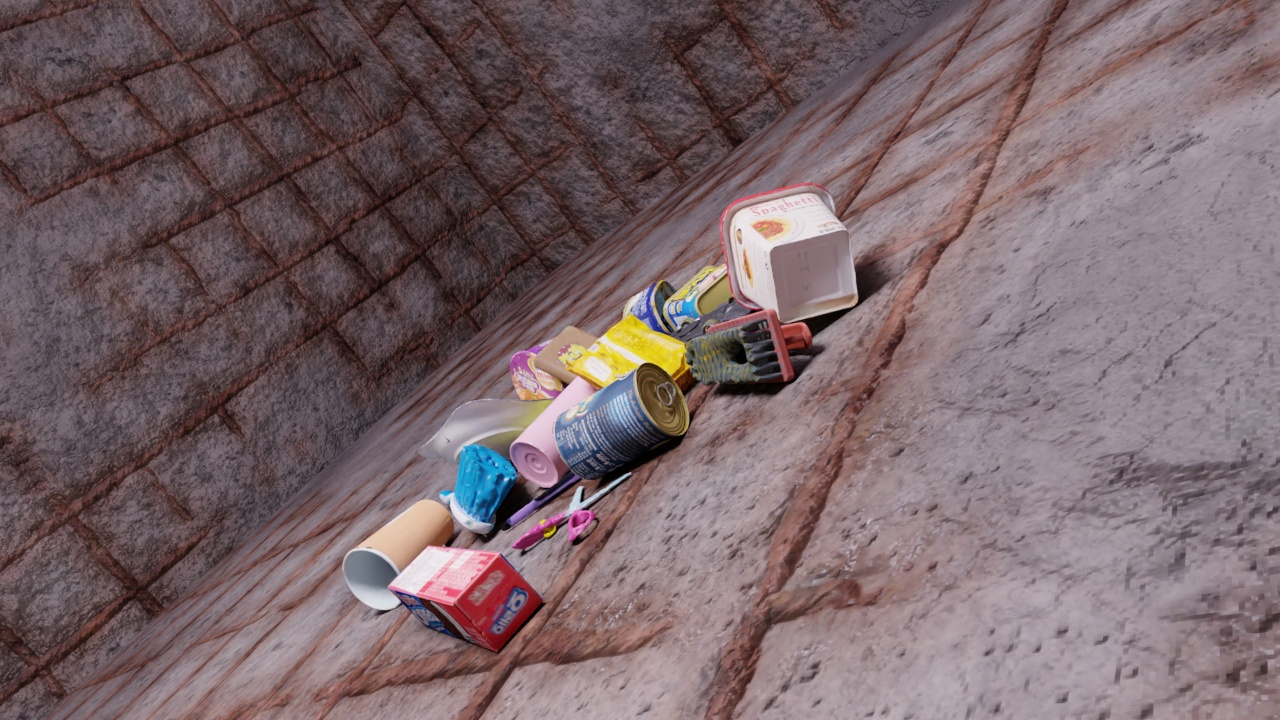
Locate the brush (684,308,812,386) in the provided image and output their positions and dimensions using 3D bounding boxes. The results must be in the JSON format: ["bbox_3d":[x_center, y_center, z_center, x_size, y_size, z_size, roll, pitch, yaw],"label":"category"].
[{"bbox_3d":[0.096,-0.009,0.839,0.069,0.063,0.146,-17,2,-21],"label":"brush"}]

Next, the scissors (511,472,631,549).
[{"bbox_3d":[-0.064,0.141,0.843,0.133,0.017,0.134,-33,8,3],"label":"scissors"}]

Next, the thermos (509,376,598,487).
[{"bbox_3d":[-0.058,0.052,1.031,0.198,0.067,0.087,-46,2,-38],"label":"thermos"}]

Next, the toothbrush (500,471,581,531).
[{"bbox_3d":[-0.069,0.120,0.941,0.189,0.014,0.016,-36,4,8],"label":"toothbrush"}]

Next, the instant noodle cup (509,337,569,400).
[{"bbox_3d":[-0.105,0.015,1.242,0.099,0.111,0.112,-37,9,-37],"label":"instant noodle cup"}]

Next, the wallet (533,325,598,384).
[{"bbox_3d":[-0.064,0.002,1.158,0.090,0.115,0.033,-47,-28,-38],"label":"wallet"}]

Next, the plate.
[{"bbox_3d":[-0.183,0.098,1.165,0.163,0.034,0.165,1,-31,-40],"label":"plate"}]

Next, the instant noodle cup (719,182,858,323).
[{"bbox_3d":[0.146,-0.097,0.871,0.116,0.117,0.124,-15,23,-3],"label":"instant noodle cup"}]

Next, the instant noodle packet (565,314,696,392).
[{"bbox_3d":[-0.006,0.006,0.987,0.110,0.044,0.128,-38,46,-24],"label":"instant noodle packet"}]

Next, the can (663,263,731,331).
[{"bbox_3d":[0.090,-0.076,1.117,0.102,0.057,0.083,-42,14,-20],"label":"can"}]

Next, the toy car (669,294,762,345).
[{"bbox_3d":[0.071,-0.030,1.026,0.159,0.042,0.070,-23,18,51],"label":"toy car"}]

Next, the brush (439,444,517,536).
[{"bbox_3d":[-0.207,0.151,1.101,0.315,0.060,0.109,-161,89,-73],"label":"brush"}]

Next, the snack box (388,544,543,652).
[{"bbox_3d":[-0.156,0.198,0.787,0.058,0.057,0.208,-46,14,-27],"label":"snack box"}]

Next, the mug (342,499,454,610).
[{"bbox_3d":[-0.266,0.212,1.033,0.078,0.078,0.122,-31,9,29],"label":"mug"}]

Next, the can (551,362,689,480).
[{"bbox_3d":[-0.020,0.060,0.870,0.111,0.075,0.075,-32,13,30],"label":"can"}]

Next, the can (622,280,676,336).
[{"bbox_3d":[0.021,-0.056,1.204,0.049,0.074,0.148,-31,13,19],"label":"can"}]
